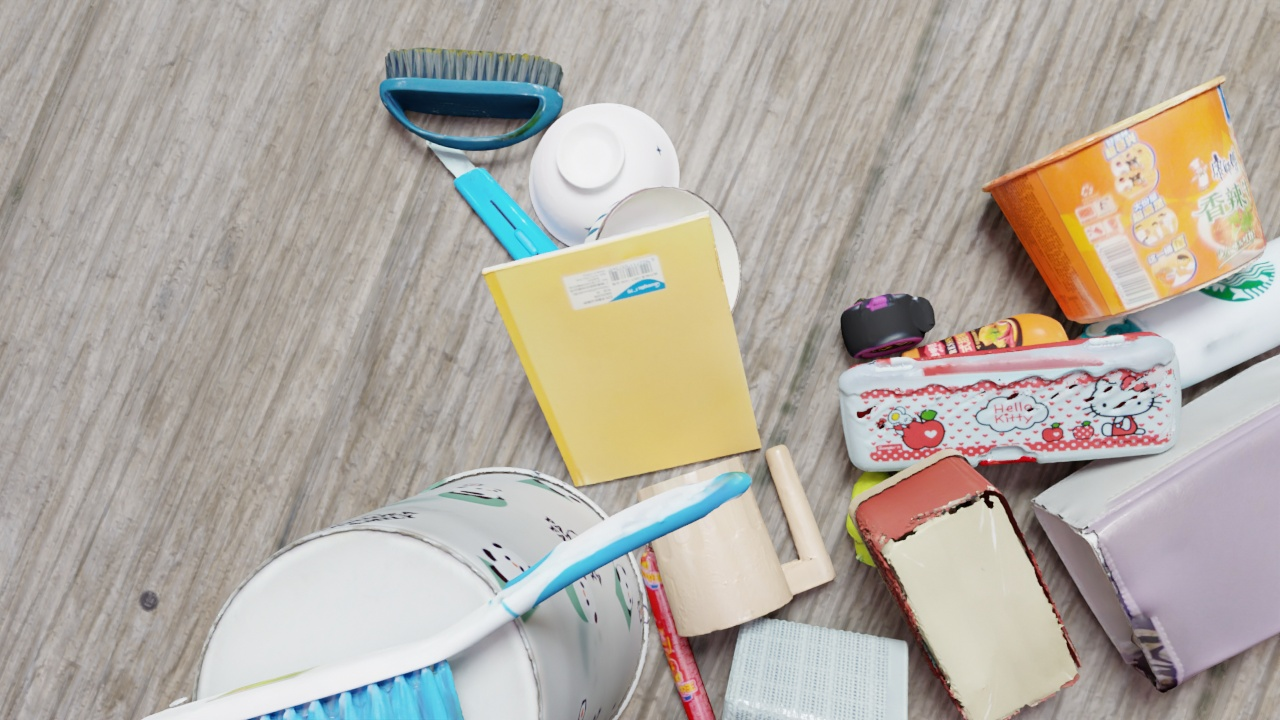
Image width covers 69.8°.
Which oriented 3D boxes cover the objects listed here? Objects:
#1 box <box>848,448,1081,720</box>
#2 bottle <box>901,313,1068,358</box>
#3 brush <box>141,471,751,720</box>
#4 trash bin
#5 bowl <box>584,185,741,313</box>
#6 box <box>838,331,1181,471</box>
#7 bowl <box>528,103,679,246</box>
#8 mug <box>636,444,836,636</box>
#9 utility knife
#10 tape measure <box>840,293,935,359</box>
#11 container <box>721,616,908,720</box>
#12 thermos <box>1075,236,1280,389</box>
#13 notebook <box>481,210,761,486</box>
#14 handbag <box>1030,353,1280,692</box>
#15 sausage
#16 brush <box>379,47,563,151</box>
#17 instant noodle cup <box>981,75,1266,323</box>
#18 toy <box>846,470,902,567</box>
[{"bbox_3d":[0.209,0.153,0.586,0.091,0.077,0.168,-29,110,4],"label":"box"},{"bbox_3d":[0.218,0.011,0.642,0.150,0.066,0.066,-12,84,13],"label":"bottle"},{"bbox_3d":[-0.087,0.144,0.419,0.314,0.060,0.109,-16,79,3],"label":"brush"},{"bbox_3d":[-0.120,0.184,0.572,0.230,0.252,0.229,-1,85,6],"label":"trash bin"},{"bbox_3d":[0.007,-0.062,0.658,0.116,0.066,0.116,1,88,-25],"label":"bowl"},{"bbox_3d":[0.230,0.028,0.586,0.201,0.047,0.087,-7,120,19],"label":"box"},{"bbox_3d":[-0.032,-0.144,0.681,0.118,0.064,0.118,-1,85,7],"label":"bowl"},{"bbox_3d":[0.068,0.123,0.646,0.124,0.084,0.103,-16,81,-19],"label":"mug"},{"bbox_3d":[-0.105,-0.109,0.711,0.034,0.018,0.185,-42,80,3],"label":"utility knife"},{"bbox_3d":[0.171,-0.026,0.649,0.058,0.057,0.039,-11,78,-8],"label":"tape measure"},{"bbox_3d":[0.113,0.233,0.609,0.111,0.089,0.090,10,124,10],"label":"container"},{"bbox_3d":[0.400,-0.036,0.615,0.224,0.073,0.073,-26,83,5],"label":"thermos"},{"bbox_3d":[-0.004,0.004,0.620,0.146,0.206,0.010,-13,40,6],"label":"notebook"},{"bbox_3d":[0.379,0.104,0.591,0.197,0.098,0.145,-31,96,3],"label":"handbag"},{"bbox_3d":[0.026,0.207,0.669,0.020,0.020,0.156,-19,83,5],"label":"sausage"},{"bbox_3d":[-0.130,-0.197,0.702,0.144,0.055,0.073,4,85,7],"label":"brush"},{"bbox_3d":[0.318,-0.098,0.597,0.151,0.151,0.111,-25,91,5],"label":"instant noodle cup"},{"bbox_3d":[0.185,0.101,0.651,0.100,0.031,0.096,-40,82,-2],"label":"toy"}]
